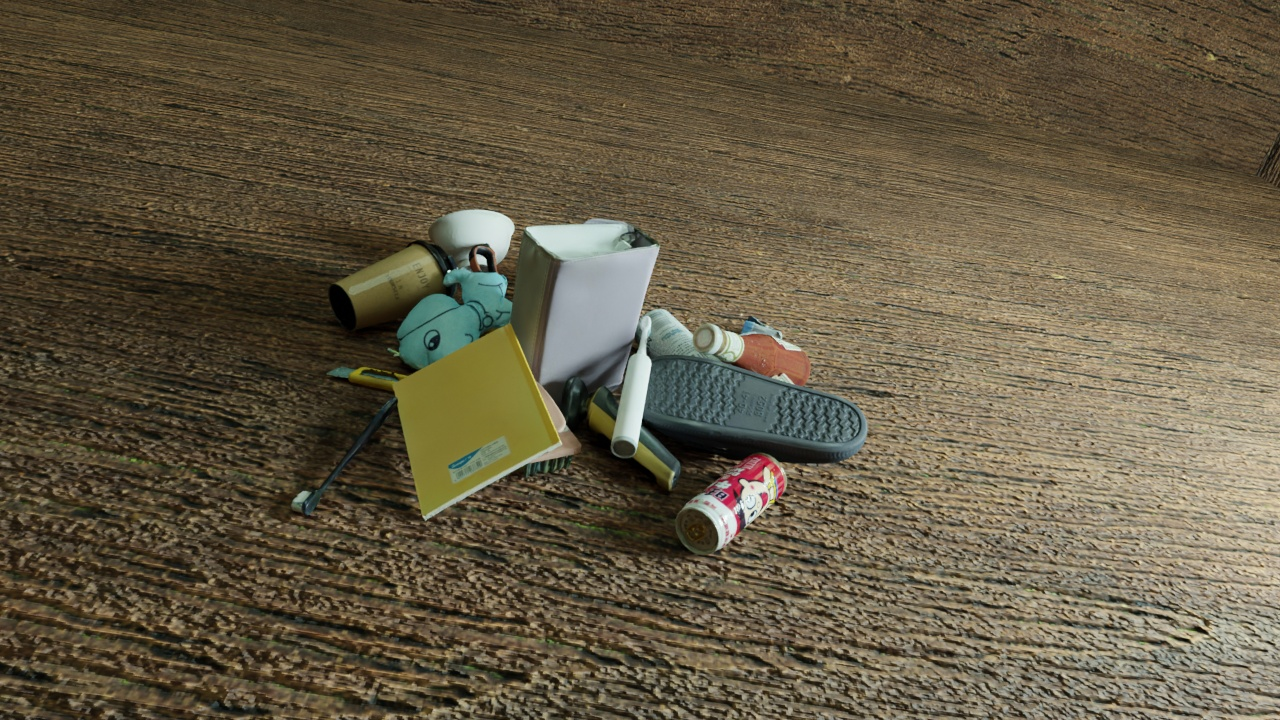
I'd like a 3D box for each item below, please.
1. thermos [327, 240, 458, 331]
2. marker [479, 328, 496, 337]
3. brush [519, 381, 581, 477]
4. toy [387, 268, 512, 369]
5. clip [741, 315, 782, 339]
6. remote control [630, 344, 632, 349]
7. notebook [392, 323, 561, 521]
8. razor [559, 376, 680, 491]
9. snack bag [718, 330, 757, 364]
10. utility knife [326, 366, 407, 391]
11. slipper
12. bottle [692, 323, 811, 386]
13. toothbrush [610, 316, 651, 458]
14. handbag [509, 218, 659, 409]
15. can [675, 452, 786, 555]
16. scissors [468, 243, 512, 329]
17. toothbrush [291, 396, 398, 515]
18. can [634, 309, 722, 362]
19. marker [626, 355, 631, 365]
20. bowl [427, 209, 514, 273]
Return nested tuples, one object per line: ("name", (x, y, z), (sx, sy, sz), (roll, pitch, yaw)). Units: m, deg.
("thermos", (-0.301, -0.088, 1.121), (0.093, 0.093, 0.142), (33, 42, 31))
("marker", (-0.159, -0.045, 1.171), (0.123, 0.015, 0.018), (-13, 42, -42))
("brush", (-0.120, 0.052, 0.951), (0.063, 0.073, 0.145), (-9, 39, -31))
("toy", (-0.220, -0.043, 1.072), (0.156, 0.050, 0.161), (-16, 57, -12))
("clip", (0.171, -0.041, 1.278), (0.058, 0.027, 0.044), (20, 23, 12))
("remote control", (-0.020, -0.050, 1.180), (0.024, 0.053, 0.136), (10, 19, -5))
("notebook", (-0.169, 0.052, 0.913), (0.146, 0.010, 0.206), (-29, 41, -2))
("razor", (-0.024, 0.081, 0.974), (0.167, 0.062, 0.067), (37, 68, 27))
("snack bag", (0.132, -0.019, 1.222), (0.105, 0.026, 0.045), (-17, 50, -40))
("utility knife", (-0.254, 0.027, 1.005), (0.177, 0.015, 0.033), (12, 30, -2))
("slipper", (0.107, 0.072, 1.002), (0.268, 0.083, 0.110), (12, 43, 14))
("bottle", (0.133, -0.006, 1.092), (0.060, 0.060, 0.205), (39, 14, 38))
("toothbrush", (-0.004, 0.020, 0.991), (0.027, 0.026, 0.220), (0, 38, 8))
("handbag", (-0.070, -0.052, 1.030), (0.144, 0.197, 0.098), (-9, 36, -34))
("can", (0.091, 0.140, 0.904), (0.053, 0.053, 0.132), (29, 33, 26))
("scissors", (-0.162, -0.073, 1.162), (0.189, 0.015, 0.224), (43, 30, 4))
("toothbrush", (-0.279, 0.086, 0.882), (0.018, 0.016, 0.180), (8, 33, 14))
("can", (0.051, -0.006, 1.136), (0.058, 0.058, 0.146), (-7, 35, -31))
("marker", (-0.007, 0.007, 1.140), (0.124, 0.015, 0.018), (32, 26, 25))
("bowl", (-0.229, -0.151, 1.259), (0.118, 0.119, 0.064), (-2, 70, -23))
